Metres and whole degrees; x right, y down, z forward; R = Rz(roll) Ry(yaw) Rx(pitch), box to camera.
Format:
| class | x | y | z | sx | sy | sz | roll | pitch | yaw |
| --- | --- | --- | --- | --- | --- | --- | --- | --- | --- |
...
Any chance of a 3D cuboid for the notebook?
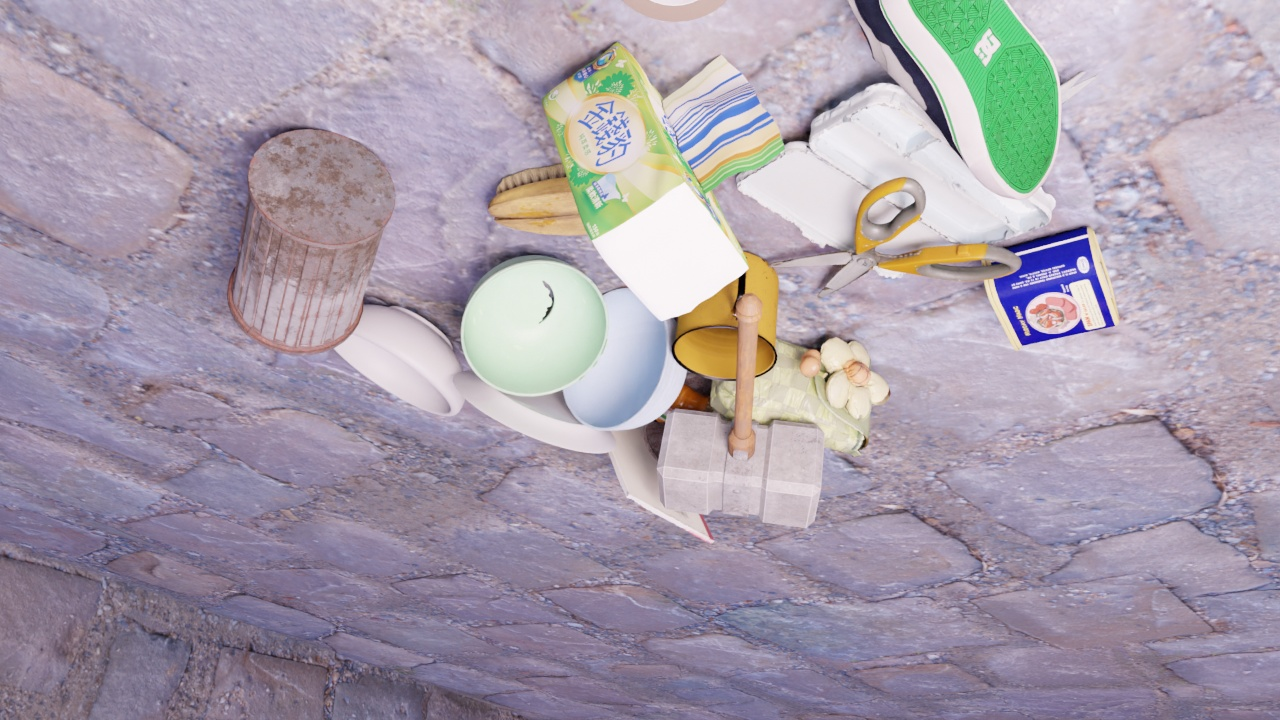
| class | x | y | z | sx | sy | sz | roll | pitch | yaw |
| --- | --- | --- | --- | --- | --- | --- | --- | --- | --- |
| notebook | 0.007 | 0.116 | 1.094 | 0.012 | 0.208 | 0.153 | -43 | 129 | 15 |

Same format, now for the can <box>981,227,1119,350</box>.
| class | x | y | z | sx | sy | sz | roll | pitch | yaw |
| --- | --- | --- | --- | --- | --- | --- | --- | --- | --- |
| can | 0.375 | -0.064 | 0.838 | 0.092 | 0.056 | 0.116 | -14 | 142 | 30 |

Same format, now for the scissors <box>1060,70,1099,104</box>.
| class | x | y | z | sx | sy | sz | roll | pitch | yaw |
| --- | --- | --- | --- | --- | --- | --- | --- | --- | --- |
| scissors | 0.286 | -0.174 | 0.714 | 0.127 | 0.019 | 0.144 | 1 | 151 | 16 |

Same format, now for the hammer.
| class | x | y | z | sx | sy | sz | roll | pitch | yaw |
| --- | --- | --- | --- | --- | --- | --- | --- | --- | --- |
| hammer | 0.097 | 0.043 | 0.861 | 0.163 | 0.082 | 0.318 | 6 | 145 | 9 |

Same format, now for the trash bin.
| class | x | y | z | sx | sy | sz | roll | pitch | yaw |
| --- | --- | --- | --- | --- | --- | --- | --- | --- | --- |
| trash bin | -0.315 | -0.102 | 0.870 | 0.130 | 0.130 | 0.212 | 19 | 145 | -17 |

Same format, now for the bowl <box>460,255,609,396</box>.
| class | x | y | z | sx | sy | sz | roll | pitch | yaw |
| --- | --- | --- | --- | --- | --- | --- | --- | --- | --- |
| bowl | -0.112 | -0.045 | 0.940 | 0.150 | 0.077 | 0.151 | -7 | 121 | -13 |

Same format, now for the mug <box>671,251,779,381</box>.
| class | x | y | z | sx | sy | sz | roll | pitch | yaw |
| --- | --- | --- | --- | --- | --- | --- | --- | --- | --- |
| mug | 0.087 | -0.051 | 0.890 | 0.100 | 0.094 | 0.124 | 9 | 150 | -2 |

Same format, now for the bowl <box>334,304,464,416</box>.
| class | x | y | z | sx | sy | sz | roll | pitch | yaw |
| --- | --- | --- | --- | --- | --- | --- | --- | --- | --- |
| bowl | -0.266 | -0.012 | 1.041 | 0.176 | 0.066 | 0.177 | 26 | 158 | 11 |

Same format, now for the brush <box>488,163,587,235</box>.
| class | x | y | z | sx | sy | sz | roll | pitch | yaw |
| --- | --- | --- | --- | --- | --- | --- | --- | --- | --- |
| brush | -0.043 | -0.146 | 0.815 | 0.196 | 0.043 | 0.059 | -2 | 146 | 18 |

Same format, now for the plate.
| class | x | y | z | sx | sy | sz | roll | pitch | yaw |
| --- | --- | --- | --- | --- | --- | --- | --- | --- | --- |
| plate | -0.109 | 0.046 | 0.990 | 0.188 | 0.016 | 0.188 | 24 | -169 | -5 |

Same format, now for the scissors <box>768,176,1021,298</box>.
| class | x | y | z | sx | sy | sz | roll | pitch | yaw |
| --- | --- | --- | --- | --- | --- | --- | --- | --- | --- |
| scissors | 0.225 | -0.093 | 0.815 | 0.216 | 0.016 | 0.226 | 15 | 159 | -6 |

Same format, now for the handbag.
| class | x | y | z | sx | sy | sz | roll | pitch | yaw |
| --- | --- | --- | --- | --- | --- | --- | --- | --- | --- |
| handbag | 0.174 | 0.025 | 0.977 | 0.186 | 0.113 | 0.117 | 15 | 148 | -9 |

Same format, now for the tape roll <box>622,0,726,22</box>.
| class | x | y | z | sx | sy | sz | roll | pitch | yaw |
| --- | --- | --- | --- | --- | --- | --- | --- | --- | --- |
| tape roll | 0.022 | -0.273 | 0.606 | 0.094 | 0.030 | 0.094 | 6 | 149 | 4 |

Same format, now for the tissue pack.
| class | x | y | z | sx | sy | sz | roll | pitch | yaw |
| --- | --- | --- | --- | --- | --- | --- | --- | --- | --- |
| tissue pack | 0.026 | -0.150 | 0.666 | 0.141 | 0.197 | 0.120 | -31 | 143 | 14 |

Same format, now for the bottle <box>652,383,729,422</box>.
| class | x | y | z | sx | sy | sz | roll | pitch | yaw |
| --- | --- | --- | --- | --- | --- | --- | --- | --- | --- |
| bottle | 0.029 | 0.044 | 1.047 | 0.167 | 0.059 | 0.059 | 17 | 153 | 24 |

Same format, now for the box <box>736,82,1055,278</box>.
| class | x | y | z | sx | sy | sz | roll | pitch | yaw |
| --- | --- | --- | --- | --- | --- | --- | --- | --- | --- |
| box | 0.209 | -0.139 | 0.770 | 0.208 | 0.037 | 0.189 | 24 | 159 | -24 |

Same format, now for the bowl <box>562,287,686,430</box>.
| class | x | y | z | sx | sy | sz | roll | pitch | yaw |
| --- | --- | --- | --- | --- | --- | --- | --- | --- | --- |
| bowl | -0.006 | 0.006 | 0.969 | 0.151 | 0.150 | 0.074 | -19 | 155 | 37 |

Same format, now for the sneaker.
| class | x | y | z | sx | sy | sz | roll | pitch | yaw |
| --- | --- | --- | --- | --- | --- | --- | --- | --- | --- |
| sneaker | 0.217 | -0.202 | 0.638 | 0.235 | 0.084 | 0.079 | 39 | 176 | -37 |

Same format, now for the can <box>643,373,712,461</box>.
| class | x | y | z | sx | sy | sz | roll | pitch | yaw |
| --- | --- | --- | --- | --- | --- | --- | --- | --- | --- |
| can | 0.071 | 0.079 | 1.070 | 0.130 | 0.129 | 0.044 | -6 | 146 | 22 |
